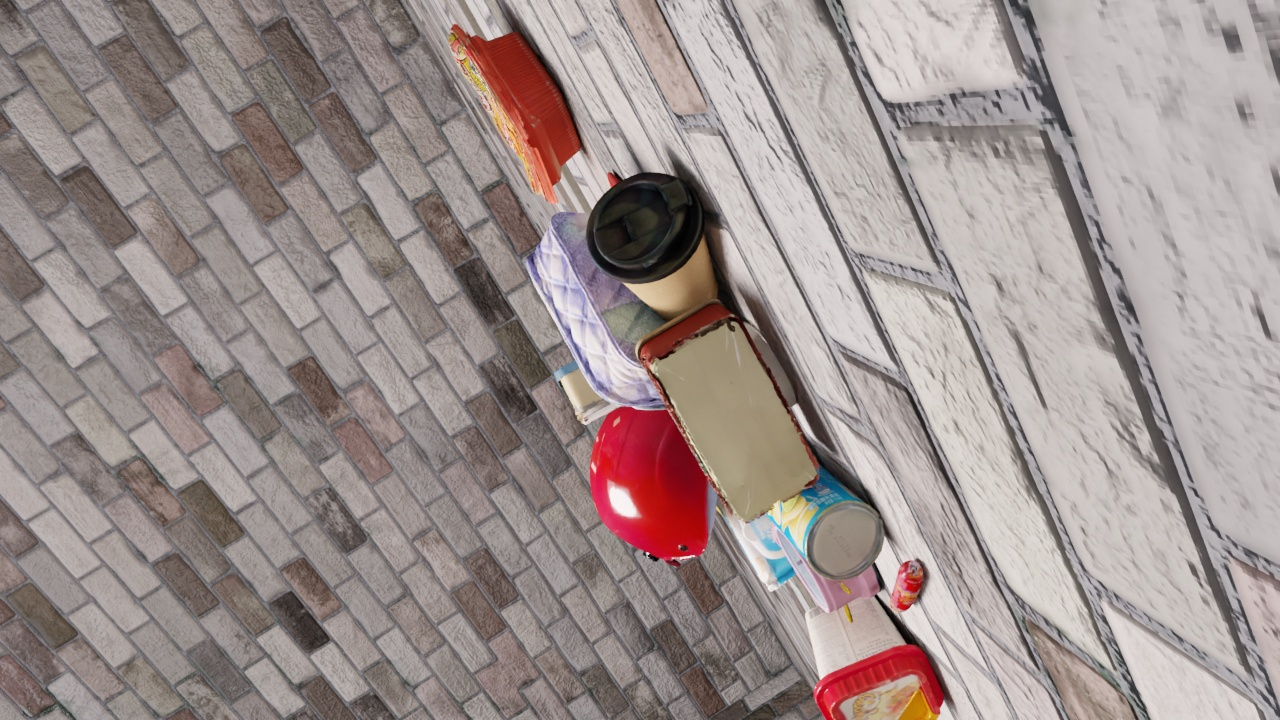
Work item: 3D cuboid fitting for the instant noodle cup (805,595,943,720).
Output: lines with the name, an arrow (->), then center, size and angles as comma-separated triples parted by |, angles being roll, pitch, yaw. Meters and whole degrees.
instant noodle cup -> 0.231, 0.311, 0.941 | 0.116, 0.117, 0.124 | 61, -172, -31

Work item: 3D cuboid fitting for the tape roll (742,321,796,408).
tape roll -> 0.106, 0.006, 0.795 | 0.086, 0.014, 0.086 | 58, 175, 7

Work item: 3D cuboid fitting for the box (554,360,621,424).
box -> -0.005, 0.005, 0.938 | 0.090, 0.184, 0.060 | 106, 139, -79

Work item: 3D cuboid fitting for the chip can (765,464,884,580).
chip can -> 0.138, 0.118, 0.828 | 0.071, 0.071, 0.210 | 60, 176, -21

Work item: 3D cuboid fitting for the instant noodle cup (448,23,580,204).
instant noodle cup -> -0.134, -0.288, 1.048 | 0.188, 0.079, 0.164 | 58, 176, 22

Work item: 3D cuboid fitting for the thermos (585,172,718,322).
thermos -> 0.018, -0.084, 0.736 | 0.093, 0.093, 0.143 | 56, -176, 27

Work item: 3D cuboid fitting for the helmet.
helmet -> 0.014, 0.116, 1.037 | 0.144, 0.206, 0.240 | 19, 163, -4

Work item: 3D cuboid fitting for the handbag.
handbag -> -0.017, -0.046, 0.846 | 0.134, 0.076, 0.193 | -1, -128, -42

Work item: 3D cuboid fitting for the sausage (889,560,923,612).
sausage -> 0.219, 0.189, 0.757 | 0.020, 0.020, 0.156 | 56, 176, 27

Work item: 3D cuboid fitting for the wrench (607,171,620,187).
wrench -> 0.021, -0.106, 0.899 | 0.273, 0.016, 0.056 | 59, 175, 39

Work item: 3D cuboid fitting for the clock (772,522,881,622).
clock -> 0.175, 0.182, 0.932 | 0.158, 0.060, 0.117 | 58, 176, 35

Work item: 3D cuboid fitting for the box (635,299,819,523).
box -> 0.072, 0.045, 0.740 | 0.168, 0.091, 0.076 | 60, 179, -20

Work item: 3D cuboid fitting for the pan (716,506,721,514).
pan -> 0.091, 0.133, 1.331 | 0.357, 0.078, 0.198 | 44, 170, -2

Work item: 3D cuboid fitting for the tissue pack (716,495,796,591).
tissue pack -> 0.147, 0.179, 1.036 | 0.140, 0.090, 0.063 | 58, -179, 4
